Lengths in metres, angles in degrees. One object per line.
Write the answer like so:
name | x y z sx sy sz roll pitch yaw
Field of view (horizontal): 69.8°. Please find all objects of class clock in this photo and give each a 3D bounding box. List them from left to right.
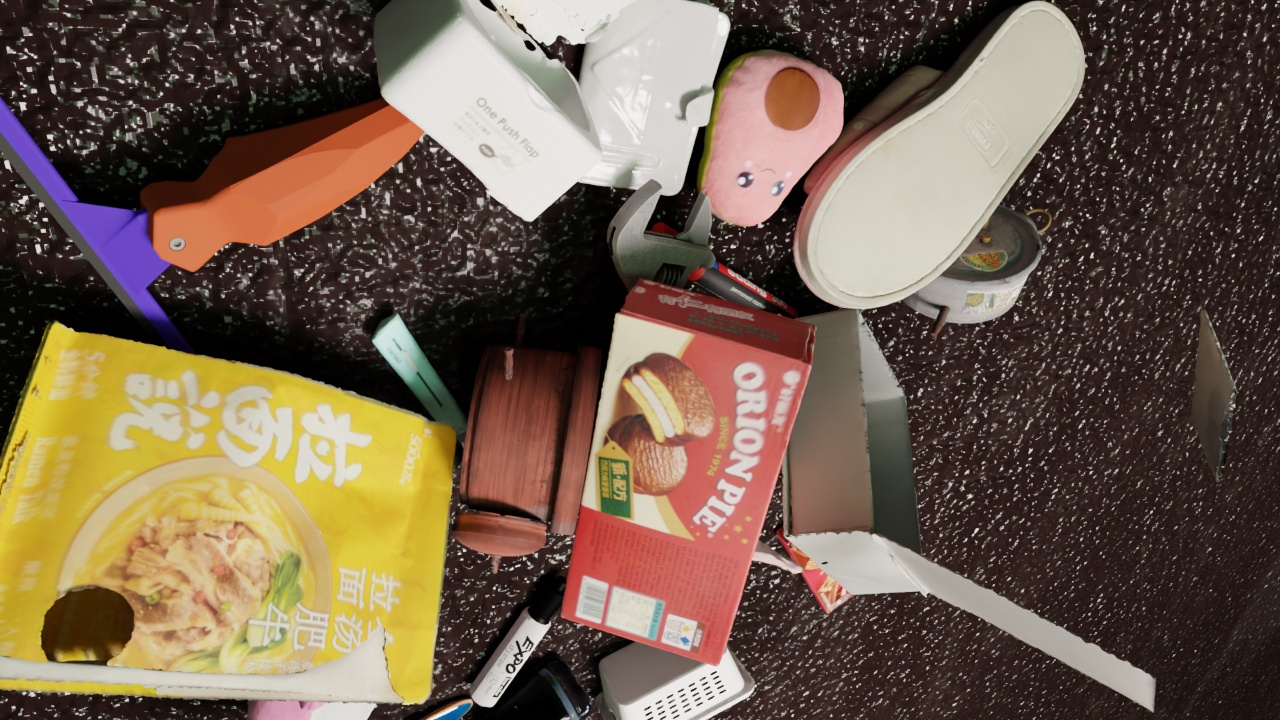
clock | -0.071 0.059 0.571 0.072 0.120 0.158 10 106 -5
clock | 0.244 -0.081 0.672 0.147 0.104 0.056 -25 139 -20

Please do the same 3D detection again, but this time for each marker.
marker | -0.094 0.222 0.730 0.025 0.025 0.126 24 106 -37
marker | 0.061 -0.054 0.639 0.145 0.021 0.023 26 75 -38

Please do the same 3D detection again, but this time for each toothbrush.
toothbrush | -0.197 0.304 0.732 0.135 0.017 0.022 -20 129 -16

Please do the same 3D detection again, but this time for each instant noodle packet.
instant noodle packet | -0.205 0.087 0.472 0.221 0.162 0.084 14 151 -27

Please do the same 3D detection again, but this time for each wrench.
wrench | -0.004 0.004 0.622 0.083 0.018 0.274 -10 131 -32

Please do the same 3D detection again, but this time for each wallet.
wallet | 0.003 -0.154 0.536 0.086 0.032 0.116 -2 121 -25

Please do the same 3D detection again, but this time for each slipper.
slipper | 0.200 -0.140 0.624 0.274 0.054 0.114 -43 108 -14

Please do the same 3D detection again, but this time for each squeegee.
squeegee | -0.184 -0.089 0.458 0.184 0.055 0.250 -32 142 -17

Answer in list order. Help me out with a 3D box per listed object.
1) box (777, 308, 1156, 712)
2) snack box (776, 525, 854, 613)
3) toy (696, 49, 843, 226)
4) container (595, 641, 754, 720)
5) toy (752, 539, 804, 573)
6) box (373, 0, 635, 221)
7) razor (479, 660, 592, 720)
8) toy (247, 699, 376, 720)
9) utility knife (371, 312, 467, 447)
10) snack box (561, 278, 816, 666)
box | 0.206 0.128 0.593 0.150 0.369 0.167 -44 143 3
snack box | 0.185 0.173 0.852 0.089 0.021 0.133 -36 130 -3
toy | 0.077 -0.136 0.574 0.090 0.051 0.110 9 116 -32
container | 0.024 0.275 0.797 0.129 0.081 0.049 -23 117 -14
toy | 0.046 0.062 0.639 0.105 0.131 0.206 -17 126 -12
box | -0.046 -0.167 0.455 0.137 0.124 0.109 -34 133 17
razor | -0.104 0.309 0.770 0.140 0.053 0.063 -39 163 8
toy | -0.215 0.176 0.578 0.128 0.186 0.265 16 90 4
utility knife | -0.133 0.020 0.587 0.022 0.015 0.129 -34 133 -9
snack box | 0.025 0.075 0.579 0.113 0.060 0.237 15 119 8
